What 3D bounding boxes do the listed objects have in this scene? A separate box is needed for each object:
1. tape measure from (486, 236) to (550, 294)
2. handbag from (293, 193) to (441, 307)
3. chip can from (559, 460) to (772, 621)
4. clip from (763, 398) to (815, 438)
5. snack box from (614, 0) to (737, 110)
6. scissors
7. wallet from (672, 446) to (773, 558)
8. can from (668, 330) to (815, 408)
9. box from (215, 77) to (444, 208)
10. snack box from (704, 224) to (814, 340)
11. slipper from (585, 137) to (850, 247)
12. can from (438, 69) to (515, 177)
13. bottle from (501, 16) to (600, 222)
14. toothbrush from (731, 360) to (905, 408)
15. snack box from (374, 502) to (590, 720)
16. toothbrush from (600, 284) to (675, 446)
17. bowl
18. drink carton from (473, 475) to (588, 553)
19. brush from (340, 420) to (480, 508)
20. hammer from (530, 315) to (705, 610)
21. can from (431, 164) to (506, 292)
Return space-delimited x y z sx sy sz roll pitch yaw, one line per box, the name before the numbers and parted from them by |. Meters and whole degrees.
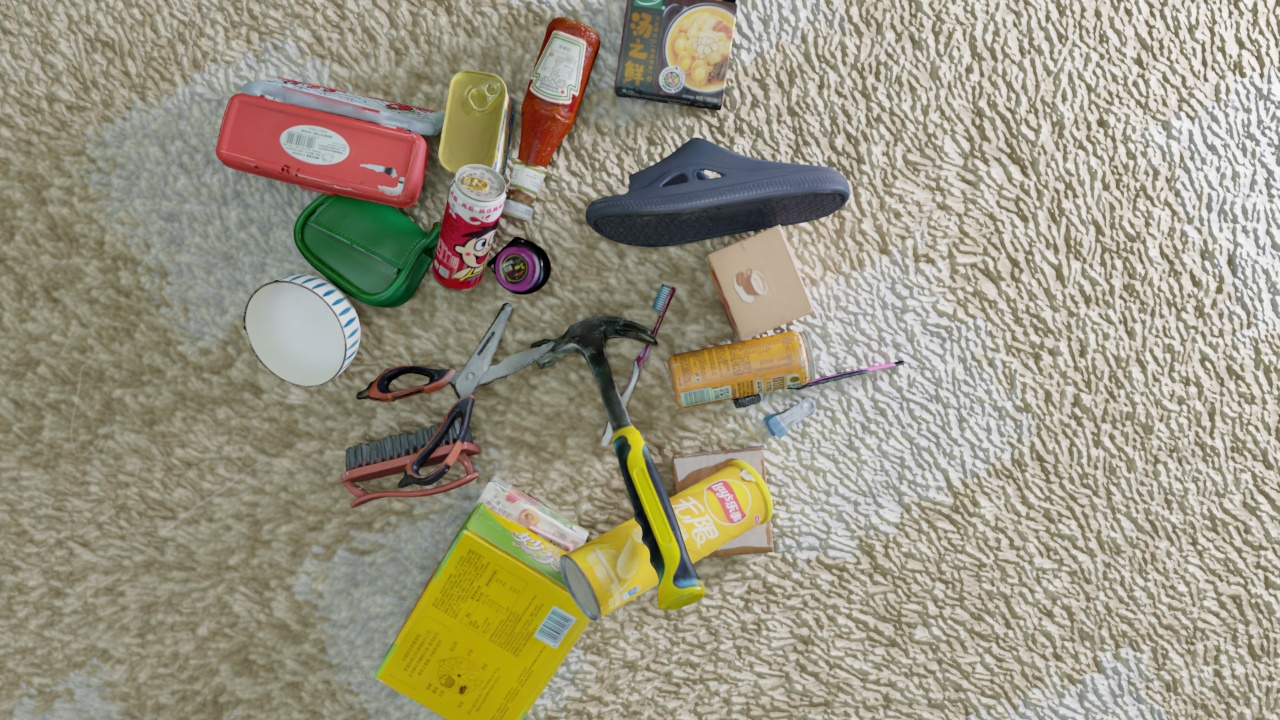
tape measure | -0.124 -0.098 0.965 0.057 0.039 0.058 -43 85 13
handbag | -0.281 -0.125 0.958 0.131 0.068 0.120 38 84 0
chip can | 0.028 0.174 0.903 0.213 0.072 0.072 -25 93 -25
clip | 0.162 0.060 0.979 0.058 0.043 0.027 -29 90 -5
snack box | 0.037 -0.330 0.946 0.113 0.053 0.126 8 99 1
scissors | -0.191 0.033 0.948 0.226 0.015 0.188 -13 61 7
wallet | 0.088 0.154 0.987 0.101 0.020 0.115 -6 91 0
can | 0.105 0.009 0.957 0.146 0.058 0.058 -11 93 2
box | -0.305 -0.233 0.920 0.201 0.074 0.154 13 56 0
snack box | 0.118 -0.078 0.933 0.077 0.094 0.093 -22 93 3
slipper | 0.075 -0.176 0.933 0.268 0.111 0.083 -7 77 -3
can | -0.164 -0.233 0.936 0.057 0.083 0.102 10 93 0
bottle | -0.098 -0.245 0.946 0.060 0.059 0.206 19 94 0
toothbrush | 0.190 0.024 0.979 0.189 0.014 0.018 -12 103 2
snack box | -0.155 0.275 0.949 0.157 0.070 0.210 31 108 -3
toothbrush | -0.006 0.006 0.981 0.017 0.016 0.187 24 94 8
bowl | -0.341 -0.037 0.952 0.116 0.066 0.117 6 115 13
drink carton | -0.120 0.178 0.978 0.122 0.045 0.053 31 94 -1
brush | -0.245 0.112 0.968 0.146 0.063 0.069 -14 79 3
hammer | -0.007 0.085 0.890 0.126 0.032 0.323 -23 56 1
can | -0.172 -0.130 0.916 0.053 0.133 0.053 12 50 -15
